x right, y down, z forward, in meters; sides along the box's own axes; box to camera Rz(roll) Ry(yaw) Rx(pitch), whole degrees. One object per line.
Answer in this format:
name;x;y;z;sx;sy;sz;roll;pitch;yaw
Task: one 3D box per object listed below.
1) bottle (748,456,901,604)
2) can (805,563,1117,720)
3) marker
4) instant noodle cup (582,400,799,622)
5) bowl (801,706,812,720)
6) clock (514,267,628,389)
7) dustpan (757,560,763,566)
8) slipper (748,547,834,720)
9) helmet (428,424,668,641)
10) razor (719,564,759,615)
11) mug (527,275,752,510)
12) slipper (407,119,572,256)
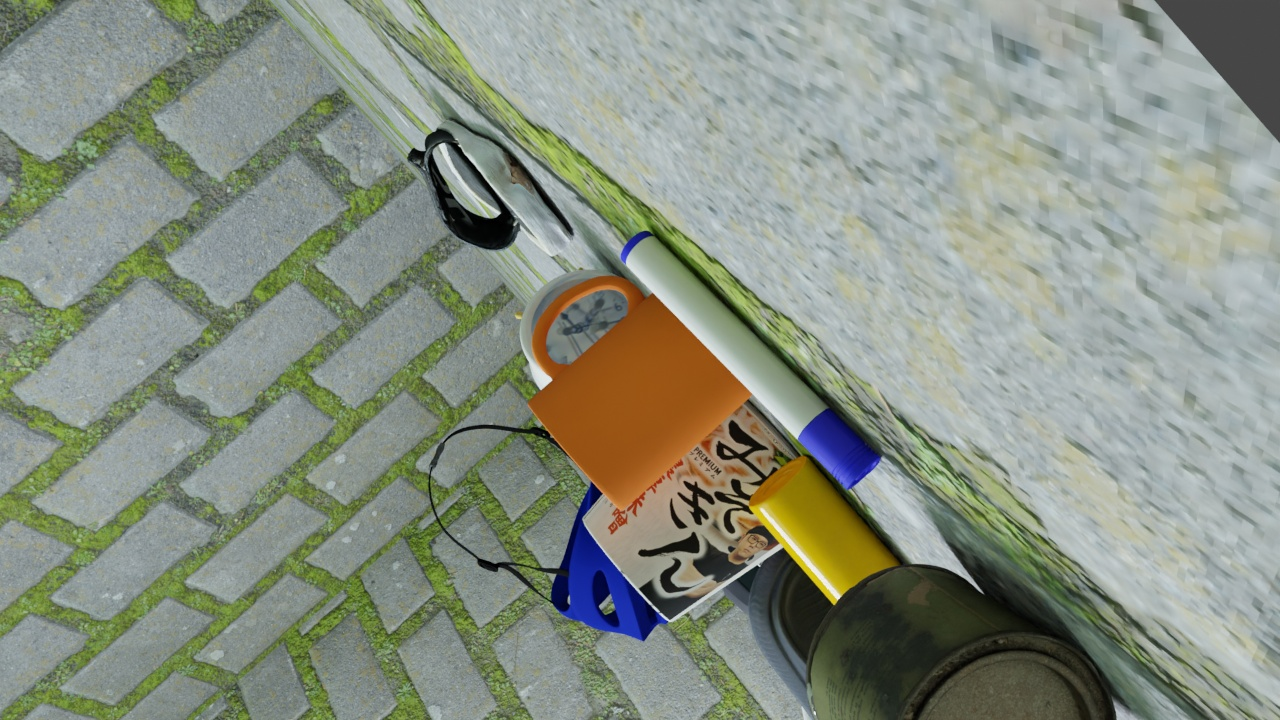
bottle;0.122;0.120;0.506;0.143;0.043;0.043;49;176;-1
can;0.120;0.133;0.352;0.090;0.090;0.074;50;175;-13
marker;0.044;-0.003;0.388;0.141;0.020;0.020;47;175;21
instant noodle cup;0.037;0.092;0.583;0.123;0.121;0.123;48;176;5
bowl;0.170;0.244;0.708;0.176;0.066;0.176;-11;-90;-72
clock;-0.025;-0.004;0.594;0.125;0.088;0.052;47;169;28
dustpan;0.096;0.141;0.873;0.258;0.053;0.191;44;173;38
slipper;0.180;0.224;0.606;0.268;0.110;0.084;50;145;-13
helmet;-0.056;0.133;0.752;0.228;0.147;0.242;13;145;8
razor;0.082;0.182;0.762;0.143;0.047;0.052;-153;46;-69
mug;-0.011;0.007;0.499;0.112;0.096;0.078;48;176;11
slipper;-0.129;-0.128;0.723;0.111;0.063;0.264;51;172;-29
